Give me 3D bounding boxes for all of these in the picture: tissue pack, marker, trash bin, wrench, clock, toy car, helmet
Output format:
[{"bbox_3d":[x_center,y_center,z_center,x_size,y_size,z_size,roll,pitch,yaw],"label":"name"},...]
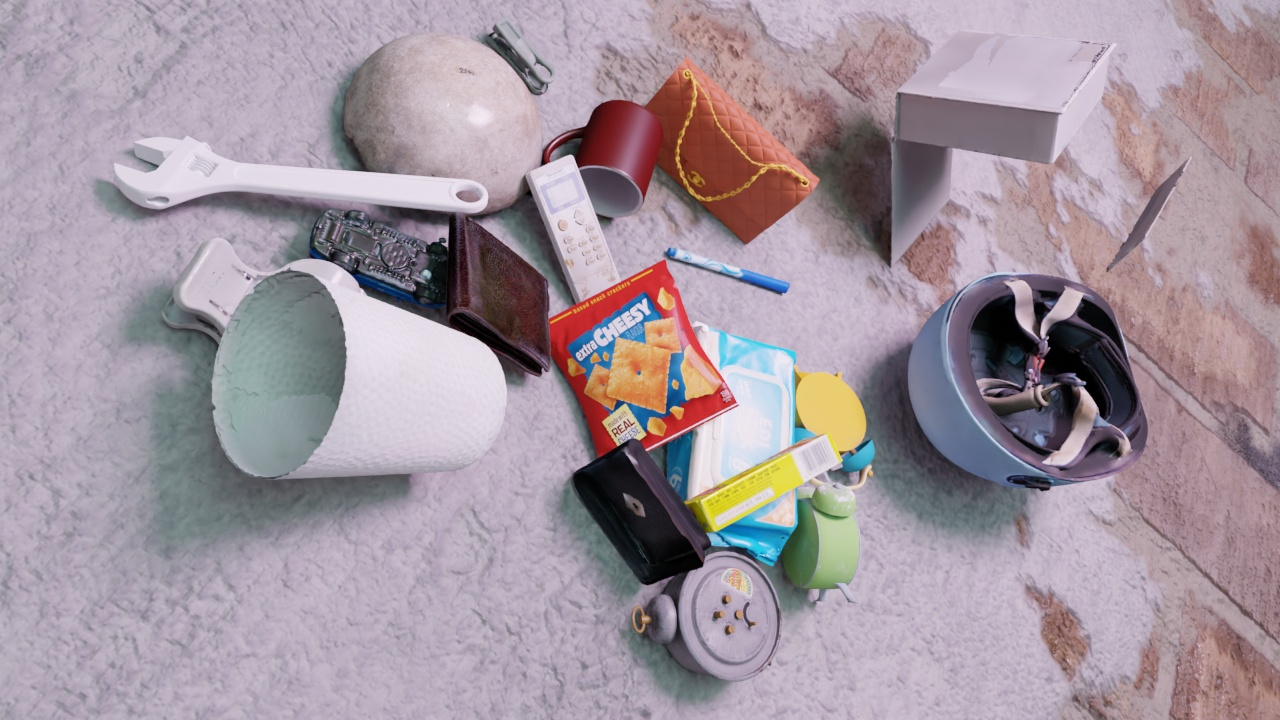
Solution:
[{"bbox_3d":[0.083,0.074,0.831,0.117,0.066,0.209,14,67,-23],"label":"tissue pack"},{"bbox_3d":[0.090,-0.091,0.927,0.141,0.013,0.013,14,65,-24],"label":"marker"},{"bbox_3d":[-0.185,0.020,0.638,0.161,0.134,0.133,16,60,-56],"label":"trash bin"},{"bbox_3d":[-0.256,-0.138,0.714,0.273,0.018,0.066,2,52,-16],"label":"wrench"},{"bbox_3d":[0.182,0.067,0.901,0.099,0.044,0.129,9,60,-26],"label":"clock"},{"bbox_3d":[0.055,0.214,0.765,0.147,0.056,0.103,7,68,-29],"label":"clock"},{"bbox_3d":[-0.205,-0.081,0.740,0.120,0.044,0.056,21,63,-19],"label":"toy car"},{"bbox_3d":[0.161,0.157,0.825,0.042,0.094,0.119,5,74,-17],"label":"clock"},{"bbox_3d":[0.379,0.031,0.946,0.265,0.167,0.225,9,65,-28],"label":"helmet"}]

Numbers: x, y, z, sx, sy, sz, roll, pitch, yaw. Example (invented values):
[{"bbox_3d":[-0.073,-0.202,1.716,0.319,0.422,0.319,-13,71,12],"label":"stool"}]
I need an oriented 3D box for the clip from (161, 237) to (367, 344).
[{"bbox_3d":[-0.271,-0.026,0.678,0.144,0.075,0.124,35,55,-25],"label":"clip"}]

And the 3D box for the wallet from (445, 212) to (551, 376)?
[{"bbox_3d":[-0.116,-0.052,0.755,0.120,0.031,0.099,36,41,-48],"label":"wallet"}]

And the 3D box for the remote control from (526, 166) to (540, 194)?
[{"bbox_3d":[-0.152,-0.163,0.822,0.139,0.009,0.030,-6,74,-30],"label":"remote control"}]

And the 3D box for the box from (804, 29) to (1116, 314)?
[{"bbox_3d":[0.336,-0.206,1.034,0.172,0.381,0.166,40,56,10],"label":"box"}]

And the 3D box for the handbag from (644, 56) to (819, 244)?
[{"bbox_3d":[0.078,-0.202,0.904,0.172,0.109,0.060,40,57,-10],"label":"handbag"}]

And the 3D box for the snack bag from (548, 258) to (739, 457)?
[{"bbox_3d":[-0.004,0.005,0.795,0.131,0.039,0.144,-27,80,3],"label":"snack bag"}]

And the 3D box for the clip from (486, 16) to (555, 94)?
[{"bbox_3d":[-0.113,-0.292,0.882,0.076,0.045,0.023,47,58,-8],"label":"clip"}]

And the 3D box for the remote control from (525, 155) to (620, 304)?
[{"bbox_3d":[-0.057,-0.113,0.825,0.050,0.011,0.136,-33,110,-34],"label":"remote control"}]

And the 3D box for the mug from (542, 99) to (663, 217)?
[{"bbox_3d":[-0.038,-0.193,0.867,0.106,0.073,0.082,12,62,8],"label":"mug"}]

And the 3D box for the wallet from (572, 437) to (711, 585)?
[{"bbox_3d":[0.002,0.123,0.750,0.026,0.089,0.115,-36,92,-41],"label":"wallet"}]

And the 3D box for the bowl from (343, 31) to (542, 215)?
[{"bbox_3d":[-0.158,-0.219,0.790,0.178,0.081,0.178,13,60,-24],"label":"bowl"}]

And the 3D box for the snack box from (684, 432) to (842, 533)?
[{"bbox_3d":[0.102,0.103,0.769,0.147,0.040,0.029,-23,87,-30],"label":"snack box"}]
